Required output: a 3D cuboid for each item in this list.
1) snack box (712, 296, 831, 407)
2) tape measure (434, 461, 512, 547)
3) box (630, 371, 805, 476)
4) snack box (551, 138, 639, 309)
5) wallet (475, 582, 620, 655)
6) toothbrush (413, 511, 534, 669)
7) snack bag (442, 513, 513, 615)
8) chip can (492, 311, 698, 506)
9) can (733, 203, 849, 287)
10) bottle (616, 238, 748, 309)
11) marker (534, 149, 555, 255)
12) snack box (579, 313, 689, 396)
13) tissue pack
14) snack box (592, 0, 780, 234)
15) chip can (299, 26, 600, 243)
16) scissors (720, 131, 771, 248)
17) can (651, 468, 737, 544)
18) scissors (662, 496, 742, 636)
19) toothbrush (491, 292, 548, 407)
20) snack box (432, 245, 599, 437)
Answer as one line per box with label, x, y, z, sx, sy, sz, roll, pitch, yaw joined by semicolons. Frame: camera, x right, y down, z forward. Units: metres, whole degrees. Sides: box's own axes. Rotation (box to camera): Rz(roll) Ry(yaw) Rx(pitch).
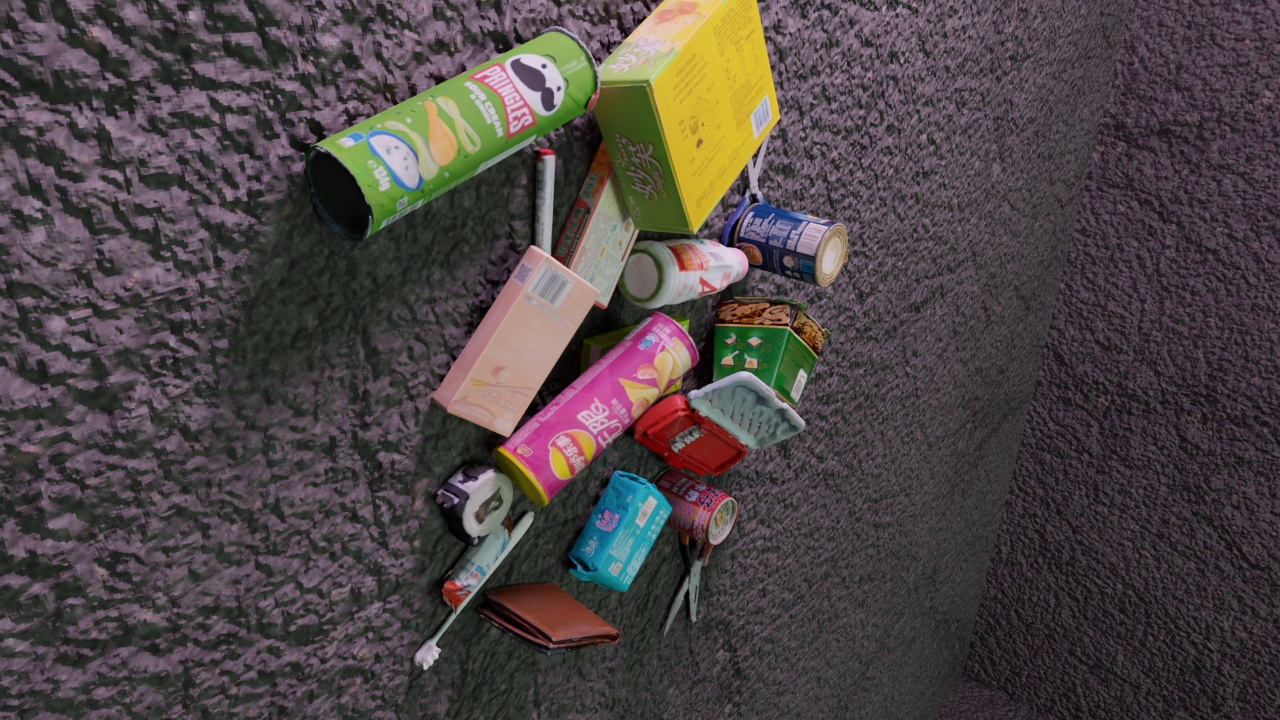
snack box;0.150;-0.005;1.094;0.118;0.118;0.105;33;66;-52
tape measure;-0.149;0.127;0.835;0.065;0.034;0.066;-47;142;-29
box;0.094;0.076;1.076;0.158;0.039;0.201;-32;148;15
snack box;-0.031;-0.133;0.867;0.077;0.027;0.155;28;84;-56
wallet;-0.091;0.263;0.931;0.124;0.101;0.032;16;95;-57
toothbrush;-0.157;0.220;0.889;0.179;0.016;0.016;-53;146;-23
snack bag;-0.153;0.189;0.871;0.104;0.026;0.048;-52;155;-24
chip can;-0.039;0.043;0.874;0.210;0.071;0.071;-42;139;-21
can;0.174;-0.133;1.059;0.075;0.111;0.075;-31;131;-43
bottle;0.053;-0.096;0.976;0.196;0.068;0.068;-15;119;-56
marker;-0.086;-0.112;0.810;0.017;0.017;0.145;-23;125;-48
snack box;-0.006;0.006;0.980;0.156;0.026;0.086;-19;122;-49
tissue pack;-0.023;0.195;1.036;0.133;0.050;0.093;-60;147;-14
snack box;0.047;-0.240;0.849;0.209;0.070;0.158;-55;140;-34
chip can;-0.130;-0.169;0.668;0.235;0.072;0.072;-41;137;-35
scissors;0.131;-0.192;1.081;0.174;0.012;0.162;-63;145;-11
can;0.062;0.176;1.107;0.066;0.094;0.067;-31;131;-43
scissors;0.078;0.270;1.252;0.225;0.015;0.189;-57;145;-19
toothbrush;-0.102;0.002;0.849;0.018;0.015;0.181;-35;137;-14
snack box;-0.106;-0.014;0.798;0.157;0.026;0.084;-57;142;0
